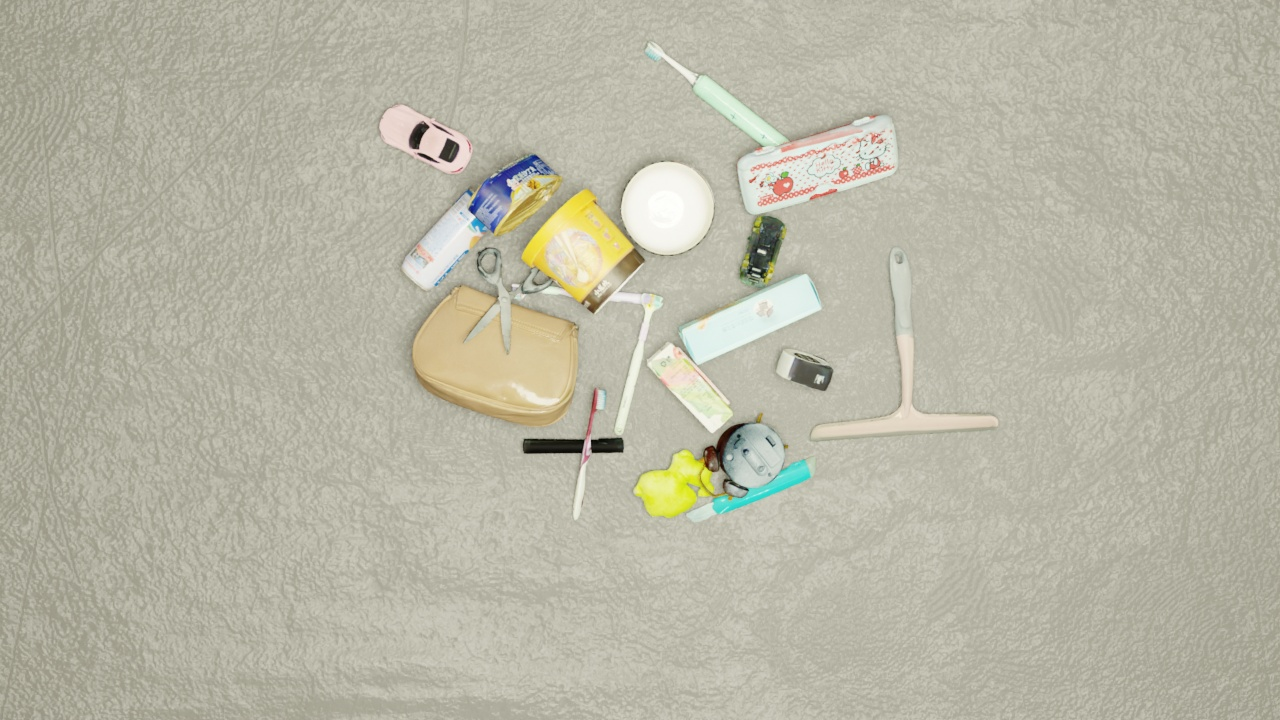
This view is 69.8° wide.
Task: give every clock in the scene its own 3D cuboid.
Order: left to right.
[{"bbox_3d":[0.129,0.127,1.176,0.122,0.055,0.082,-39,96,-6],"label":"clock"}]

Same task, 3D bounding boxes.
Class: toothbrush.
[{"bbox_3d":[-0.071,-0.084,1.181,0.189,0.029,0.021,4,57,-2],"label":"toothbrush"},{"bbox_3d":[-0.067,0.123,1.183,0.017,0.016,0.188,6,109,-14],"label":"toothbrush"},{"bbox_3d":[-0.007,0.007,1.183,0.029,0.020,0.190,14,100,-3],"label":"toothbrush"},{"bbox_3d":[0.098,-0.330,1.156,0.224,0.026,0.027,37,139,-4],"label":"toothbrush"}]

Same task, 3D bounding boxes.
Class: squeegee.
[{"bbox_3d":[0.338,-0.022,1.180,0.247,0.040,0.249,-4,94,0],"label":"squeegee"}]

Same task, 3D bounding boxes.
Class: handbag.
[{"bbox_3d":[-0.176,-0.002,1.148,0.204,0.100,0.147,19,68,-1],"label":"handbag"}]

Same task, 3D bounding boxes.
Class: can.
[{"bbox_3d":[-0.240,-0.152,1.156,0.053,0.053,0.134,43,93,-4],"label":"can"},{"bbox_3d":[-0.151,-0.202,1.112,0.049,0.147,0.075,42,125,-2],"label":"can"}]

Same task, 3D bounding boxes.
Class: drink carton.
[{"bbox_3d":[0.064,0.032,1.175,0.045,0.053,0.122,-43,95,2],"label":"drink carton"}]

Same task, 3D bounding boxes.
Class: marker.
[{"bbox_3d":[-0.087,0.111,1.197,0.132,0.020,0.022,0,138,-1],"label":"marker"}]

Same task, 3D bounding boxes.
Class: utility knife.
[{"bbox_3d":[0.148,0.172,1.207,0.187,0.013,0.029,-22,93,0],"label":"utility knife"}]

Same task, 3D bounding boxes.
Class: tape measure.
[{"bbox_3d":[0.207,0.010,1.168,0.066,0.065,0.033,17,102,-1],"label":"tape measure"}]

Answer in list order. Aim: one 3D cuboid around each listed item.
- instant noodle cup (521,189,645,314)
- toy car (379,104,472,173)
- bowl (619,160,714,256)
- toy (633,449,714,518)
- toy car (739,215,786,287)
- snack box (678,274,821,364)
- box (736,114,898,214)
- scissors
[{"bbox_3d":[-0.065,-0.129,1.126,0.114,0.118,0.118,44,93,-3],"label":"instant noodle cup"},{"bbox_3d":[-0.271,-0.278,1.154,0.122,0.037,0.056,26,93,-2],"label":"toy car"},{"bbox_3d":[0.032,-0.188,1.149,0.116,0.066,0.116,0,96,-1],"label":"bowl"},{"bbox_3d":[0.046,0.165,1.198,0.096,0.031,0.100,27,94,-5],"label":"toy"},{"bbox_3d":[0.154,-0.139,1.169,0.043,0.036,0.091,18,95,-1],"label":"toy car"},{"bbox_3d":[0.136,-0.053,1.157,0.175,0.074,0.051,-25,94,2],"label":"snack box"},{"bbox_3d":[0.220,-0.244,1.140,0.201,0.046,0.087,-16,127,2],"label":"box"},{"bbox_3d":[-0.167,-0.080,1.133,0.177,0.014,0.159,-27,60,-32],"label":"scissors"}]
